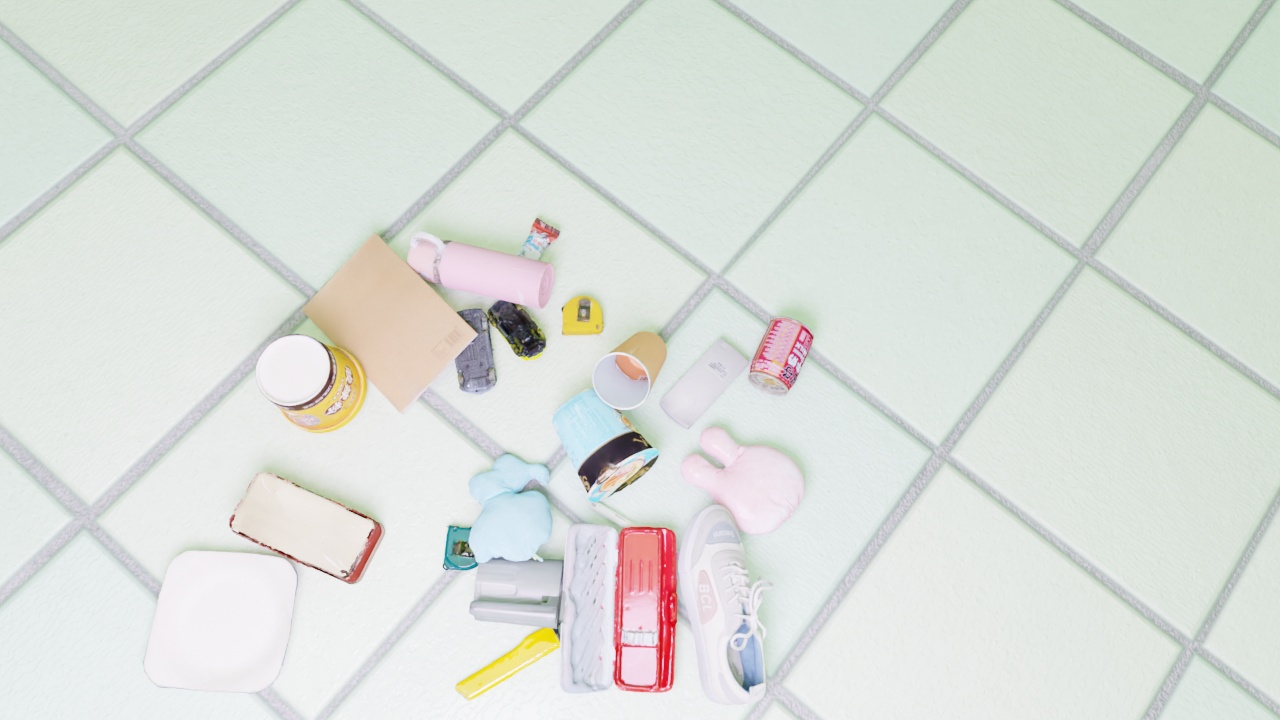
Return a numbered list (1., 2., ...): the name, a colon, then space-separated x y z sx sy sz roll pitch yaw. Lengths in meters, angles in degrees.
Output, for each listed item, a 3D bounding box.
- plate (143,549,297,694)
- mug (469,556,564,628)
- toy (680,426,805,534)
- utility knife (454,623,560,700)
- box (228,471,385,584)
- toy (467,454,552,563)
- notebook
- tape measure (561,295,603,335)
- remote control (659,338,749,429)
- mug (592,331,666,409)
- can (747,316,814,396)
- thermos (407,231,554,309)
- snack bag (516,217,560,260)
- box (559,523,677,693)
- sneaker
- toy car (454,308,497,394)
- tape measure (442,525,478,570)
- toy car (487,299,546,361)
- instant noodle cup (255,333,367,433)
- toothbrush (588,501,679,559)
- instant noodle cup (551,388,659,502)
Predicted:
1. plate: -0.504 0.317 1.119 0.164 0.034 0.163 5 70 -2
2. mug: -0.148 0.285 1.111 0.103 0.124 0.083 5 94 0
3. toy: 0.136 0.156 1.211 0.159 0.054 0.121 34 73 10
4. utility knife: -0.158 0.371 1.135 0.153 0.015 0.033 -28 68 -12
5. box: -0.414 0.205 1.142 0.168 0.078 0.091 23 71 4
6. toy: -0.162 0.191 1.158 0.156 0.050 0.161 33 49 29
7. notebook: -0.343 -0.052 1.250 0.211 0.012 0.149 44 90 11
8. tape measure: -0.081 -0.063 1.287 0.060 0.029 0.057 0 70 -4
9. remote control: 0.088 0.032 1.270 0.056 0.019 0.135 41 73 10
10. mug: -0.007 0.007 1.216 0.078 0.122 0.078 6 111 16
11. can: 0.193 -0.005 1.265 0.066 0.067 0.093 25 70 5
12. thermos: -0.222 -0.130 1.262 0.199 0.087 0.067 15 58 9
13. snack bag: -0.159 -0.154 1.316 0.048 0.026 0.104 29 71 16
14. box: -0.028 0.305 1.135 0.159 0.065 0.201 6 76 -17
15. sneaker: 0.109 0.296 1.121 0.089 0.091 0.242 2 75 -30
16. toy car: -0.228 -0.013 1.255 0.054 0.037 0.120 -10 78 -3
17. tape measure: -0.224 0.240 1.171 0.054 0.025 0.058 4 71 -2
18. toy car: -0.171 -0.042 1.272 0.048 0.032 0.105 -34 65 -15
19. instant noodle cup: -0.426 0.025 1.179 0.118 0.114 0.118 0 74 1
20. toothbrush: 0.015 0.231 1.194 0.189 0.020 0.029 29 66 7
21. instant noodle cup: -0.053 0.103 1.195 0.111 0.111 0.120 -31 69 -14
